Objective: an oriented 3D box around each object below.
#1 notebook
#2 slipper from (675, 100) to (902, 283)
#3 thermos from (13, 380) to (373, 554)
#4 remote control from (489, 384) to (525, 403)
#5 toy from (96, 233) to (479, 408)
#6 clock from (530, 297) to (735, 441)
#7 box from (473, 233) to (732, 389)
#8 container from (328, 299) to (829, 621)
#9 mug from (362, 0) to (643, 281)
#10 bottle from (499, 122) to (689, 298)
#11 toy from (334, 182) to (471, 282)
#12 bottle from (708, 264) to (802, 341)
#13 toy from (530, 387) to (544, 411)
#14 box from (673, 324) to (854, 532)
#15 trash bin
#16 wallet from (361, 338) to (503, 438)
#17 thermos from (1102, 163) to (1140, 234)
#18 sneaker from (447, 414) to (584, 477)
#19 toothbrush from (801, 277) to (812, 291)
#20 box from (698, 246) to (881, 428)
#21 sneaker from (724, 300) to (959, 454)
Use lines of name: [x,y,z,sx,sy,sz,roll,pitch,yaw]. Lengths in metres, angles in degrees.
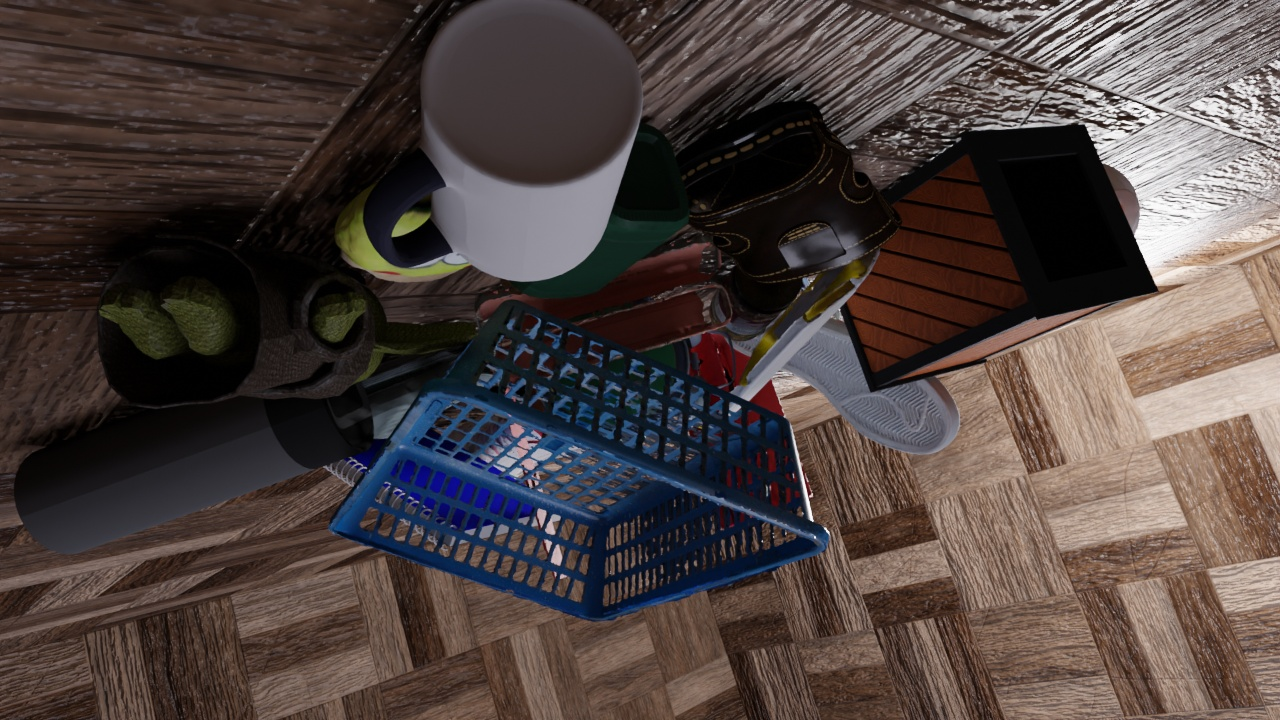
notebook: [-0.208,0.120,0.920,0.209,0.022,0.171,25,-167,30]
slipper: [0.096,-0.090,0.571,0.113,0.075,0.267,-22,168,20]
thermos: [-0.316,0.064,0.662,0.240,0.082,0.082,-19,169,8]
remote control: [-0.103,0.031,0.968,0.136,0.032,0.015,-9,155,-35]
toy: [-0.190,-0.018,0.462,0.179,0.078,0.152,-4,179,17]
clock: [-0.004,0.004,0.732,0.161,0.121,0.075,-5,169,-3]
box: [-0.025,-0.037,0.668,0.187,0.083,0.042,-18,-176,-9]
container: [-0.063,0.089,0.665,0.257,0.089,0.363,24,150,-17]
mug: [-0.058,-0.075,0.364,0.111,0.078,0.097,-35,174,-16]
bottle: [-0.038,-0.070,0.494,0.061,0.061,0.132,-6,164,-38]
toy: [-0.109,-0.064,0.464,0.092,0.046,0.115,-12,175,-24]
bottle: [0.097,-0.056,0.789,0.056,0.056,0.105,-15,169,-12]
toy: [-0.046,0.008,0.861,0.127,0.065,0.095,-17,156,-19]
box: [0.110,0.067,0.998,0.164,0.214,0.153,-16,168,-16]
trash bin: [0.264,-0.077,0.727,0.139,0.139,0.172,-11,167,-30]
wallet: [-0.174,0.018,0.732,0.132,0.054,0.100,-25,177,12]
thermos: [0.405,-0.125,0.851,0.099,0.099,0.220,-23,171,26]
sneaker: [-0.141,0.082,1.035,0.236,0.090,0.104,-16,160,-1]
toothbrush: [0.154,-0.075,0.893,0.017,0.016,0.189,-10,171,16]
box: [0.118,-0.019,0.742,0.129,0.036,0.210,-47,176,-33]
sneaker: [0.196,-0.001,0.866,0.090,0.242,0.090,-18,134,-53]
